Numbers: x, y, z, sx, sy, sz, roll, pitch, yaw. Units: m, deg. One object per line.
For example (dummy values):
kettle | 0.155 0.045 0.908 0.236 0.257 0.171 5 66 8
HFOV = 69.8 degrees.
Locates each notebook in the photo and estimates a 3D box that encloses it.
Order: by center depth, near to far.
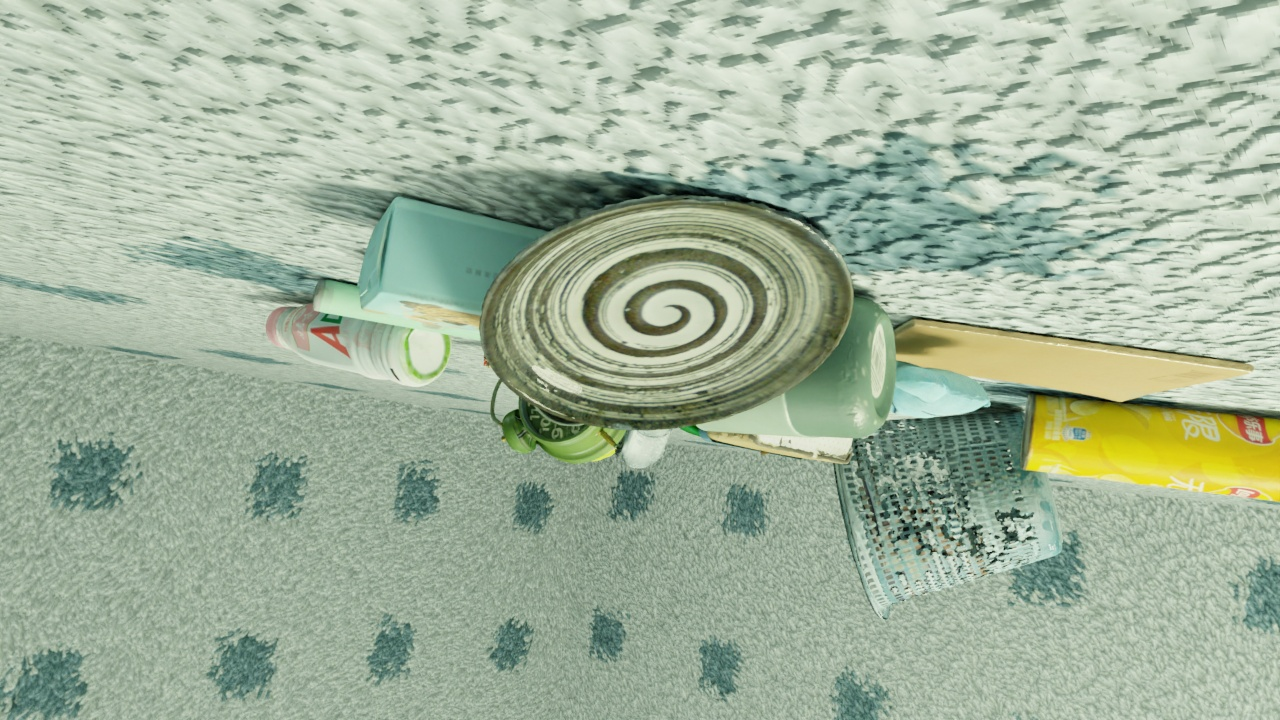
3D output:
notebook | 0.269 0.001 0.632 0.211 0.012 0.149 8 172 0

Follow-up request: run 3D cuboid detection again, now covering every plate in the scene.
plate | 0.012 -0.020 0.446 0.179 0.024 0.180 -4 144 -3

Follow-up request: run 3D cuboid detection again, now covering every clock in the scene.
clock | -0.087 0.045 0.972 0.161 0.116 0.056 1 160 23

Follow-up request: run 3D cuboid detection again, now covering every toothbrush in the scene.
toothbrush | -0.153 -0.033 0.755 0.224 0.026 0.027 11 -156 -22

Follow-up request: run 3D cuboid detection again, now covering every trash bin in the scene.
trash bin | 0.326 0.145 0.969 0.195 0.226 0.226 -15 166 18

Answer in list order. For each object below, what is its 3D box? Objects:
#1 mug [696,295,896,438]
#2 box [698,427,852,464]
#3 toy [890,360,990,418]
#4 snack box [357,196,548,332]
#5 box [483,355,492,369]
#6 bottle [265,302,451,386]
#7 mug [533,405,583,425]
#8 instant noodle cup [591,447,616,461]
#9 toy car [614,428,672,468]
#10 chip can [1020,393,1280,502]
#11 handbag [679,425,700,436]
mug | 0.095 -0.002 0.547 0.106 0.082 0.111 0 -157 28
box | 0.121 0.039 0.794 0.061 0.089 0.184 3 169 43
toy | 0.142 0.008 0.626 0.156 0.050 0.161 19 177 -4
snack box | -0.059 -0.038 0.499 0.174 0.051 0.074 11 171 -22
box | -0.021 -0.005 0.627 0.168 0.077 0.091 9 172 -9
bottle | -0.262 -0.021 0.826 0.197 0.068 0.068 7 174 32
mug | -0.045 0.030 0.867 0.124 0.083 0.103 26 174 -1
instant noodle cup | -0.034 0.058 1.081 0.111 0.111 0.124 11 165 -27
toy car | 0.013 0.064 1.001 0.054 0.121 0.037 11 -161 -29
chip can | 0.440 0.072 0.778 0.214 0.072 0.072 7 173 18
handbag | 0.082 0.040 0.895 0.131 0.068 0.120 6 168 41
